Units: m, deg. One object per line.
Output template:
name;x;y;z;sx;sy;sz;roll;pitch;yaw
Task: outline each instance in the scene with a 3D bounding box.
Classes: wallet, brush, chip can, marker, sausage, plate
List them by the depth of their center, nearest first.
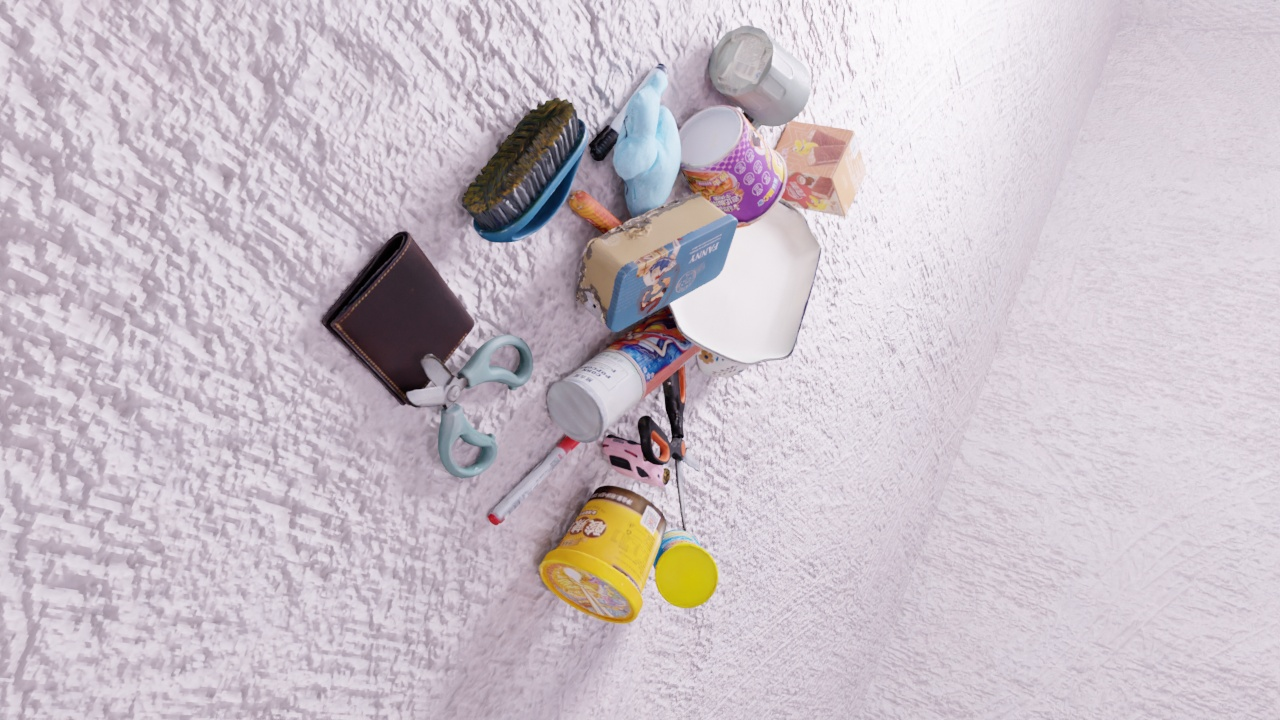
wallet;-0.187;-0.030;0.731;0.096;0.020;0.122;-54;147;-19
brush;-0.091;-0.154;0.782;0.143;0.055;0.073;-57;145;-24
marker;-0.011;-0.246;0.901;0.130;0.018;0.022;-57;137;-22
sausage;-0.028;-0.134;0.928;0.165;0.021;0.021;30;80;-59
marker;-0.105;0.117;0.944;0.144;0.017;0.017;-45;140;-37
chip can;-0.006;0.006;0.990;0.214;0.071;0.071;-37;135;-44
plate;0.116;-0.097;1.050;0.034;0.162;0.264;-57;-171;53
chip can;0.051;0.250;1.122;0.210;0.071;0.071;93;18;-84

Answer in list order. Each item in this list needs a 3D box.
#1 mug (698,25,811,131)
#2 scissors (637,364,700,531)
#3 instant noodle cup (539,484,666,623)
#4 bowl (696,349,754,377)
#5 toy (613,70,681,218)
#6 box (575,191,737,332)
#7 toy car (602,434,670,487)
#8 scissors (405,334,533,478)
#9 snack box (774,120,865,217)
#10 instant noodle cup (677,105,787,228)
mug;0.123;-0.304;1.038;0.124;0.083;0.103;-52;152;16
scissors;0.037;0.088;1.089;0.233;0.022;0.220;35;54;-67
instant noodle cup;-0.034;0.211;1.018;0.114;0.119;0.118;-60;148;-33
bowl;0.127;-0.027;1.199;0.113;0.062;0.114;-35;135;-45
toy;0.009;-0.206;0.913;0.155;0.050;0.162;-34;142;-61
box;0.021;-0.105;0.937;0.183;0.062;0.090;-29;150;-31
toy car;-0.006;0.122;1.068;0.037;0.056;0.122;-65;149;-19
scissors;-0.144;0.021;0.813;0.171;0.019;0.177;-57;151;-23
snack box;0.235;-0.253;1.217;0.077;0.094;0.093;-63;149;-14
instant noodle cup;0.094;-0.216;1.001;0.099;0.112;0.111;44;68;-51
